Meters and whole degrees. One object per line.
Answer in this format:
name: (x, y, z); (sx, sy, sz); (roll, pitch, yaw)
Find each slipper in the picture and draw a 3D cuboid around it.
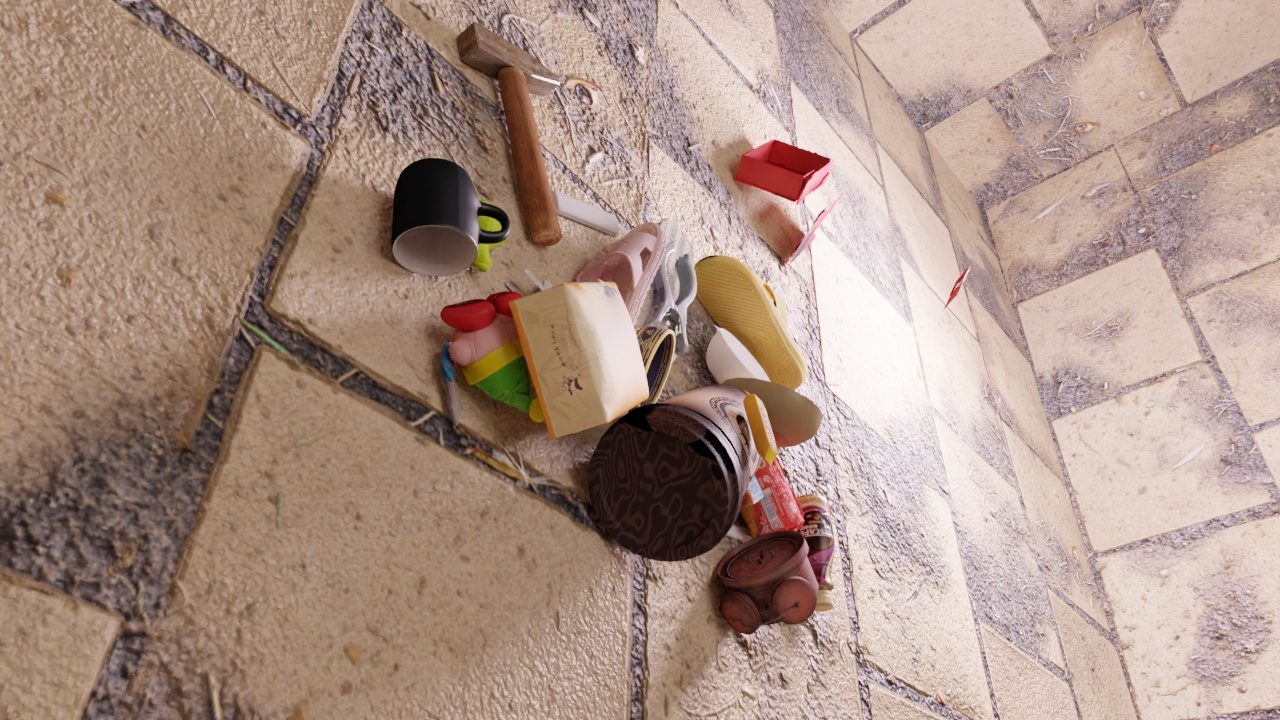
slipper: (0.024, -0.094, 1.278); (0.115, 0.052, 0.262); (44, 40, -30)
slipper: (-0.036, -0.102, 1.160); (0.064, 0.094, 0.238); (48, 40, -30)
slipper: (0.183, -0.068, 1.443); (0.263, 0.100, 0.078); (55, 42, -20)

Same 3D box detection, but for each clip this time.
clip: (-0.116, -0.069, 1.090); (0.056, 0.056, 0.102); (-45, 112, -11)
clip: (0.052, -0.079, 1.235); (0.112, 0.028, 0.162); (38, 45, -32)

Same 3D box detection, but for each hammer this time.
hammer: (-0.145, -0.281, 1.188); (0.157, 0.037, 0.300); (14, 56, -51)

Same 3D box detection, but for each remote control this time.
remote control: (-0.074, -0.201, 1.252); (0.130, 0.012, 0.033); (14, 56, -51)

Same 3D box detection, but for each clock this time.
clock: (0.158, 0.277, 1.133); (0.072, 0.121, 0.157); (66, 23, -9)

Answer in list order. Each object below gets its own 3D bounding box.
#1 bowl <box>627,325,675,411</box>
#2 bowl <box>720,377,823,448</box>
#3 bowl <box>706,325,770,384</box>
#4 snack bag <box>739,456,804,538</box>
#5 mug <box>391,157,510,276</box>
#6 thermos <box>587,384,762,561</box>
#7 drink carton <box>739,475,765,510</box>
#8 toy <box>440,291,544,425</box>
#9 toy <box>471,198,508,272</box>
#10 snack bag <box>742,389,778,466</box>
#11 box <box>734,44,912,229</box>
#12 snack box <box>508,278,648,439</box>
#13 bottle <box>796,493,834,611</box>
bowl: (-0.007, 0.007, 1.130); (0.061, 0.113, 0.112); (19, 30, 15)
bowl: (0.176, 0.083, 1.290); (0.152, 0.153, 0.050); (38, 63, -35)
bowl: (0.136, 0.012, 1.345); (0.114, 0.051, 0.114); (45, 15, -16)
snack bag: (0.162, 0.168, 1.253); (0.082, 0.082, 0.176); (-16, 81, -58)
mug: (-0.195, -0.148, 0.952); (0.121, 0.085, 0.094); (6, 58, -21)
thermos: (0.058, 0.115, 1.073); (0.172, 0.173, 0.225); (62, 25, -1)
drink carton: (0.107, 0.136, 1.212); (0.040, 0.064, 0.130); (-13, 77, -59)
toy: (-0.146, 0.001, 0.932); (0.124, 0.097, 0.131); (-23, 110, -56)
toy: (-0.185, -0.141, 1.027); (0.094, 0.036, 0.093); (12, 62, -44)
snack bag: (0.138, 0.076, 1.061); (0.026, 0.020, 0.099); (42, 28, -43)
box: (0.332, -0.444, 1.726); (0.198, 0.352, 0.216); (27, 32, 14)
snack box: (-0.052, -0.010, 0.978); (0.195, 0.081, 0.145); (-23, 96, -76)
bottle: (0.252, 0.277, 1.321); (0.059, 0.060, 0.165); (34, 42, -38)
